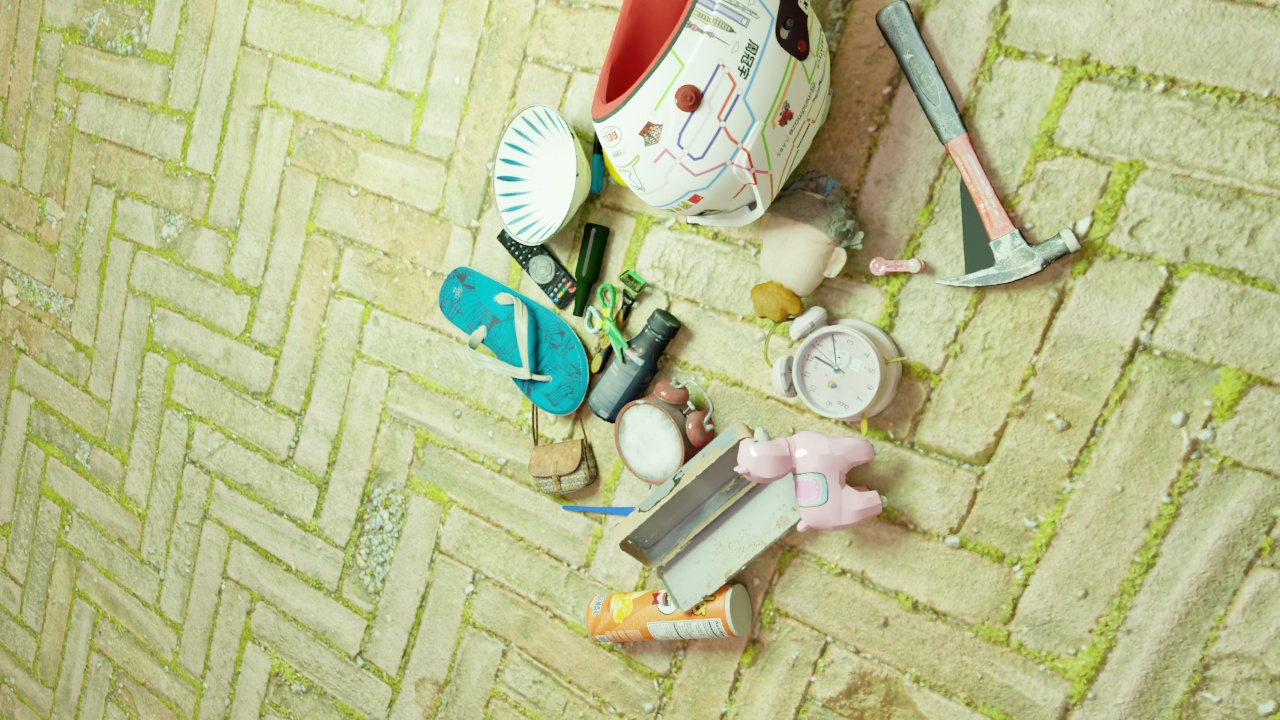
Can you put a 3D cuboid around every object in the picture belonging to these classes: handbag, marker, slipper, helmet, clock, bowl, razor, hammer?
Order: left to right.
[{"bbox_3d":[-0.183,-0.039,1.251,0.295,0.060,0.118,37,99,25],"label":"slipper"},{"bbox_3d":[-0.113,-0.237,1.185,0.178,0.070,0.177,4,96,46],"label":"bowl"},{"bbox_3d":[-0.118,0.083,1.247,0.094,0.043,0.195,-11,85,30],"label":"handbag"},{"bbox_3d":[-0.053,-0.278,1.186,0.015,0.018,0.123,9,99,30],"label":"marker"},{"bbox_3d":[-0.033,-0.045,1.194,0.044,0.021,0.144,40,112,40],"label":"razor"},{"bbox_3d":[0.039,0.082,1.137,0.110,0.061,0.157,53,130,15],"label":"clock"},{"bbox_3d":[0.087,-0.303,0.984,0.231,0.235,0.314,3,75,61],"label":"helmet"},{"bbox_3d":[0.213,0.004,1.036,0.158,0.058,0.117,30,108,25],"label":"clock"},{"bbox_3d":[0.323,-0.228,0.968,0.141,0.036,0.326,-27,81,27],"label":"hammer"}]

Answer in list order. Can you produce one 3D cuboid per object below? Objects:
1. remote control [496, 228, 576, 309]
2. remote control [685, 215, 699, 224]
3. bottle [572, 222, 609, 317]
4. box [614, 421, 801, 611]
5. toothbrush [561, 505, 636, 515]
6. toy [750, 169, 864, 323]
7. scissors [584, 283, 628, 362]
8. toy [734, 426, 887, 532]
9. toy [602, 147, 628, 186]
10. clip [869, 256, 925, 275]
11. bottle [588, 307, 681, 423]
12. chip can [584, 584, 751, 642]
[{"bbox_3d":[-0.138,-0.134,1.248,0.140,0.021,0.046,49,116,12],"label":"remote control"},{"bbox_3d":[0.073,-0.229,1.123,0.039,0.010,0.125,4,96,29],"label":"remote control"},{"bbox_3d":[-0.069,-0.117,1.202,0.033,0.033,0.123,20,105,27],"label":"bottle"},{"bbox_3d":[0.085,0.190,1.090,0.217,0.121,0.094,-43,29,13],"label":"box"},{"bbox_3d":[-0.027,0.200,1.221,0.187,0.011,0.016,-2,93,33],"label":"toothbrush"},{"bbox_3d":[0.181,-0.123,1.032,0.133,0.076,0.176,35,103,41],"label":"toy"},{"bbox_3d":[-0.045,-0.036,1.175,0.078,0.013,0.131,-50,42,35],"label":"scissors"},{"bbox_3d":[0.187,0.130,1.024,0.157,0.067,0.123,-7,90,-3],"label":"toy"},{"bbox_3d":[-0.008,-0.265,1.150,0.094,0.041,0.095,18,104,32],"label":"toy"},{"bbox_3d":[0.285,-0.103,1.013,0.059,0.039,0.022,6,94,34],"label":"clip"},{"bbox_3d":[-0.007,0.007,1.164,0.056,0.056,0.161,42,113,20],"label":"bottle"},{"bbox_3d":[0.033,0.322,1.165,0.211,0.062,0.062,-13,88,30],"label":"chip can"}]
